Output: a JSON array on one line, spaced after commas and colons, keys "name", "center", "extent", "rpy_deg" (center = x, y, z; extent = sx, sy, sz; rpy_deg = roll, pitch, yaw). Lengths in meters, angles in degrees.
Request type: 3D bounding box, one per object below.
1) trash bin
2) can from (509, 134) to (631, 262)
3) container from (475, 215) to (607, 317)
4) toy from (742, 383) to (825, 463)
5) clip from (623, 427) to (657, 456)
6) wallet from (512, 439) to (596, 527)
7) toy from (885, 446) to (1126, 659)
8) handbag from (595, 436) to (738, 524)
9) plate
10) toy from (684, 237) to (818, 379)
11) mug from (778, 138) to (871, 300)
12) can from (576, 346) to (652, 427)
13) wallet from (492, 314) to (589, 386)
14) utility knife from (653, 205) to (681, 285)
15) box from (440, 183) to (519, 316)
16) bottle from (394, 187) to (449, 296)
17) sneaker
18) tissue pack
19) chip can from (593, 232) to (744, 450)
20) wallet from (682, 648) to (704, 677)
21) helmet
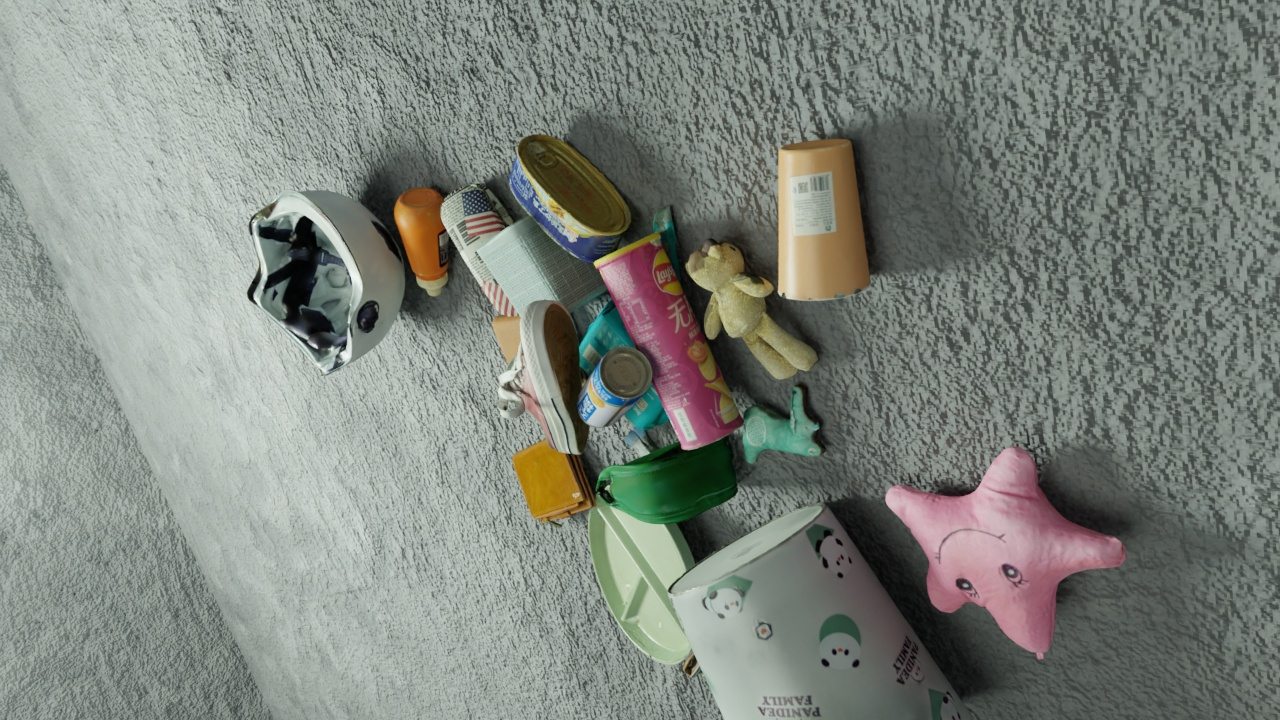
[{"name": "trash bin", "center": [0.166, 0.293, 0.903], "extent": [0.230, 0.228, 0.252], "rpy_deg": [-36, 82, 49]}, {"name": "can", "center": [-0.074, -0.168, 0.949], "extent": [0.148, 0.074, 0.049], "rpy_deg": [46, 141, 14]}, {"name": "container", "center": [-0.103, -0.103, 1.008], "extent": [0.090, 0.089, 0.111], "rpy_deg": [-21, 102, 49]}, {"name": "toy", "center": [0.143, 0.066, 0.919], "extent": [0.092, 0.030, 0.096], "rpy_deg": [9, 113, 35]}, {"name": "clip", "center": [0.006, 0.105, 1.081], "extent": [0.058, 0.038, 0.026], "rpy_deg": [50, 136, 6]}, {"name": "wallet", "center": [-0.115, 0.164, 1.213], "extent": [0.131, 0.035, 0.119], "rpy_deg": [-26, 86, 50]}, {"name": "toy", "center": [0.312, 0.167, 0.778], "extent": [0.195, 0.074, 0.178], "rpy_deg": [-31, 83, 50]}, {"name": "handbag", "center": [0.032, 0.128, 0.988], "extent": [0.120, 0.131, 0.068], "rpy_deg": [-12, 94, 52]}, {"name": "plate", "center": [0.005, 0.261, 1.133], "extent": [0.230, 0.027, 0.230], "rpy_deg": [29, 127, 48]}, {"name": "toy", "center": [0.105, -0.048, 0.865], "extent": [0.157, 0.066, 0.105], "rpy_deg": [50, 150, -3]}, {"name": "mug", "center": [0.149, -0.118, 0.764], "extent": [0.078, 0.078, 0.123], "rpy_deg": [9, 116, 41]}, {"name": "can", "center": [-0.030, 0.031, 0.937], "extent": [0.053, 0.053, 0.135], "rpy_deg": [53, 159, 5]}, {"name": "wallet", "center": [-0.122, -0.011, 1.123], "extent": [0.132, 0.031, 0.108], "rpy_deg": [-5, 110, 49]}, {"name": "utility knife", "center": [0.032, -0.082, 0.943], "extent": [0.029, 0.013, 0.158], "rpy_deg": [13, 123, 42]}, {"name": "box", "center": [-0.172, -0.127, 1.062], "extent": [0.075, 0.082, 0.163], "rpy_deg": [-27, 92, 47]}, {"name": "bottle", "center": [-0.271, -0.144, 1.168], "extent": [0.067, 0.066, 0.150], "rpy_deg": [30, 140, 28]}, {"name": "sneaker", "center": [-0.112, 0.024, 0.998], "extent": [0.088, 0.118, 0.241], "rpy_deg": [5, 145, 9]}, {"name": "tissue pack", "center": [-0.006, 0.006, 1.007], "extent": [0.133, 0.050, 0.093], "rpy_deg": [48, 138, 11]}, {"name": "chip can", "center": [0.030, -0.018, 0.917], "extent": [0.072, 0.071, 0.210], "rpy_deg": [-18, 100, 48]}, {"name": "wallet", "center": [0.095, 0.300, 1.044], "extent": [0.033, 0.115, 0.090], "rpy_deg": [34, 135, 8]}, {"name": "helmet", "center": [-0.406, -0.120, 1.247], "extent": [0.229, 0.145, 0.259], "rpy_deg": [38, 128, 19]}]
